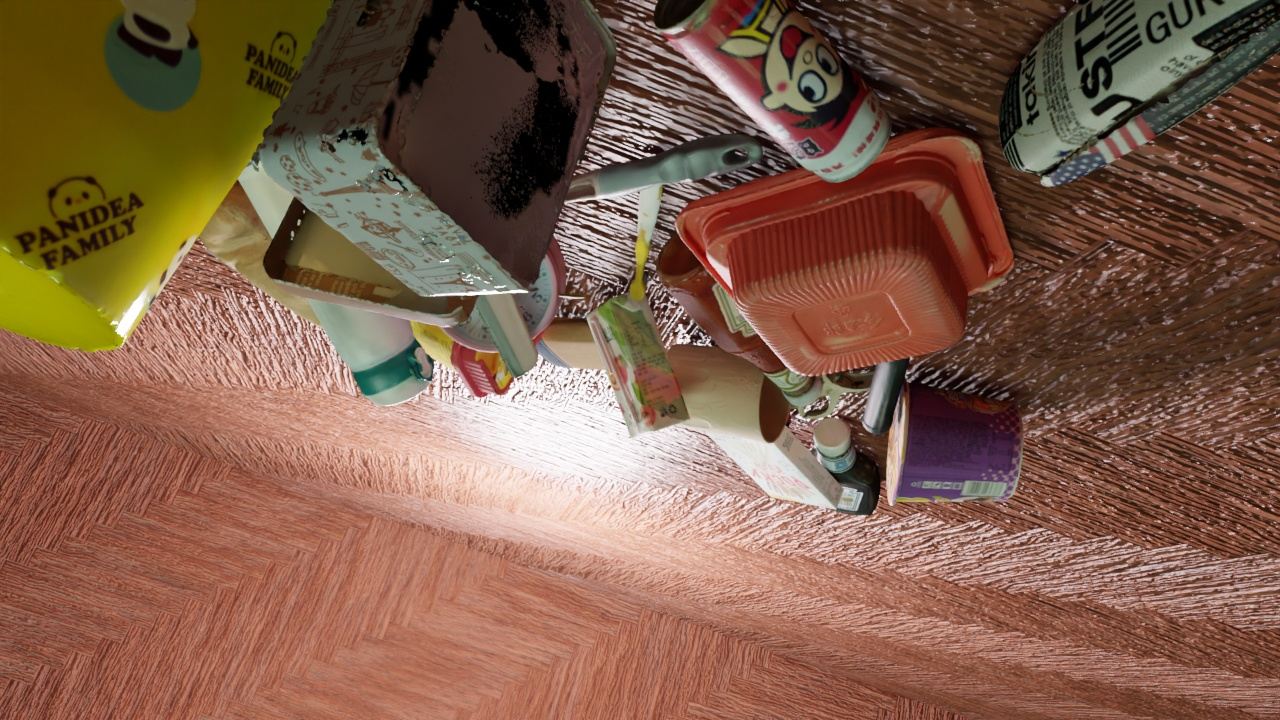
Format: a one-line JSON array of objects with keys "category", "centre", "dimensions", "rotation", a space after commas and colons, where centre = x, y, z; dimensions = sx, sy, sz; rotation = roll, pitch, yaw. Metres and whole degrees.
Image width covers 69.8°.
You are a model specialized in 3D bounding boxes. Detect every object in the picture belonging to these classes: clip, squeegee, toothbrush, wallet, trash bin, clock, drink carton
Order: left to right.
[{"category": "trash bin", "centre": [-0.291, -0.158, 0.461], "dimensions": [0.230, 0.254, 0.230], "rotation": [15, 158, 6]}, {"category": "clock", "centre": [-0.129, -0.074, 0.716], "dimensions": [0.158, 0.117, 0.059], "rotation": [44, -172, -15]}, {"category": "wallet", "centre": [-0.050, -0.016, 0.910], "dimensions": [0.115, 0.033, 0.090], "rotation": [4, 157, 29]}, {"category": "squeegee", "centre": [-0.031, -0.115, 0.621], "dimensions": [0.250, 0.040, 0.248], "rotation": [-9, 118, 28]}, {"category": "drink carton", "centre": [-0.005, 0.005, 0.807], "dimensions": [0.045, 0.122, 0.054], "rotation": [-19, 177, -29]}, {"category": "toothbrush", "centre": [0.005, -0.095, 0.703], "dimensions": [0.016, 0.018, 0.192], "rotation": [19, 156, 5]}, {"category": "clip", "centre": [0.169, 0.021, 0.827], "dimensions": [0.061, 0.034, 0.097], "rotation": [23, 153, -8]}, {"category": "toothbrush", "centre": [0.199, -0.004, 0.725], "dimensions": [0.027, 0.026, 0.213], "rotation": [6, 147, 10]}]

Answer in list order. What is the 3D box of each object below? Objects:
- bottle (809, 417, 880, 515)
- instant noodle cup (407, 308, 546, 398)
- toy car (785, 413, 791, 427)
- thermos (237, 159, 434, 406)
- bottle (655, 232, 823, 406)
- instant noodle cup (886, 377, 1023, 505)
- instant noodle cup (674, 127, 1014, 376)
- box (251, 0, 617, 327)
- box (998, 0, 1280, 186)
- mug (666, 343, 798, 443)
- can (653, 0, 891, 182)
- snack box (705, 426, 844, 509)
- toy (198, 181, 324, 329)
[{"category": "bottle", "centre": [0.218, 0.117, 1.000], "dimensions": [0.080, 0.044, 0.195], "rotation": [8, 155, 22]}, {"category": "instant noodle cup", "centre": [-0.164, -0.045, 0.837], "dimensions": [0.124, 0.116, 0.116], "rotation": [25, 160, 16]}, {"category": "toy car", "centre": [0.127, 0.063, 0.955], "dimensions": [0.049, 0.031, 0.106], "rotation": [22, 161, 4]}, {"category": "thermos", "centre": [-0.241, -0.067, 0.747], "dimensions": [0.073, 0.073, 0.224], "rotation": [-4, 118, 43]}, {"category": "bottle", "centre": [0.088, -0.026, 0.729], "dimensions": [0.060, 0.059, 0.206], "rotation": [-1, 148, 39]}, {"category": "instant noodle cup", "centre": [0.268, 0.073, 0.787], "dimensions": [0.099, 0.111, 0.112], "rotation": [4, 156, 9]}, {"category": "instant noodle cup", "centre": [0.133, -0.055, 0.578], "dimensions": [0.189, 0.079, 0.164], "rotation": [-15, 146, 28]}, {"category": "box", "centre": [-0.134, -0.131, 0.510], "dimensions": [0.193, 0.182, 0.156], "rotation": [1, 152, 31]}, {"category": "box", "centre": [0.228, -0.125, 0.389], "dimensions": [0.081, 0.074, 0.164], "rotation": [14, 157, -16]}, {"category": "mug", "centre": [0.087, 0.028, 0.861], "dimensions": [0.104, 0.084, 0.124], "rotation": [7, -178, 29]}, {"category": "can", "centre": [0.071, -0.148, 0.470], "dimensions": [0.132, 0.053, 0.053], "rotation": [33, 154, -33]}, {"category": "snack box", "centre": [0.142, 0.105, 0.959], "dimensions": [0.085, 0.026, 0.157], "rotation": [5, 150, 42]}, {"category": "toy", "centre": [-0.303, -0.075, 0.846], "dimensions": [0.226, 0.082, 0.143], "rotation": [40, 176, -8]}]
